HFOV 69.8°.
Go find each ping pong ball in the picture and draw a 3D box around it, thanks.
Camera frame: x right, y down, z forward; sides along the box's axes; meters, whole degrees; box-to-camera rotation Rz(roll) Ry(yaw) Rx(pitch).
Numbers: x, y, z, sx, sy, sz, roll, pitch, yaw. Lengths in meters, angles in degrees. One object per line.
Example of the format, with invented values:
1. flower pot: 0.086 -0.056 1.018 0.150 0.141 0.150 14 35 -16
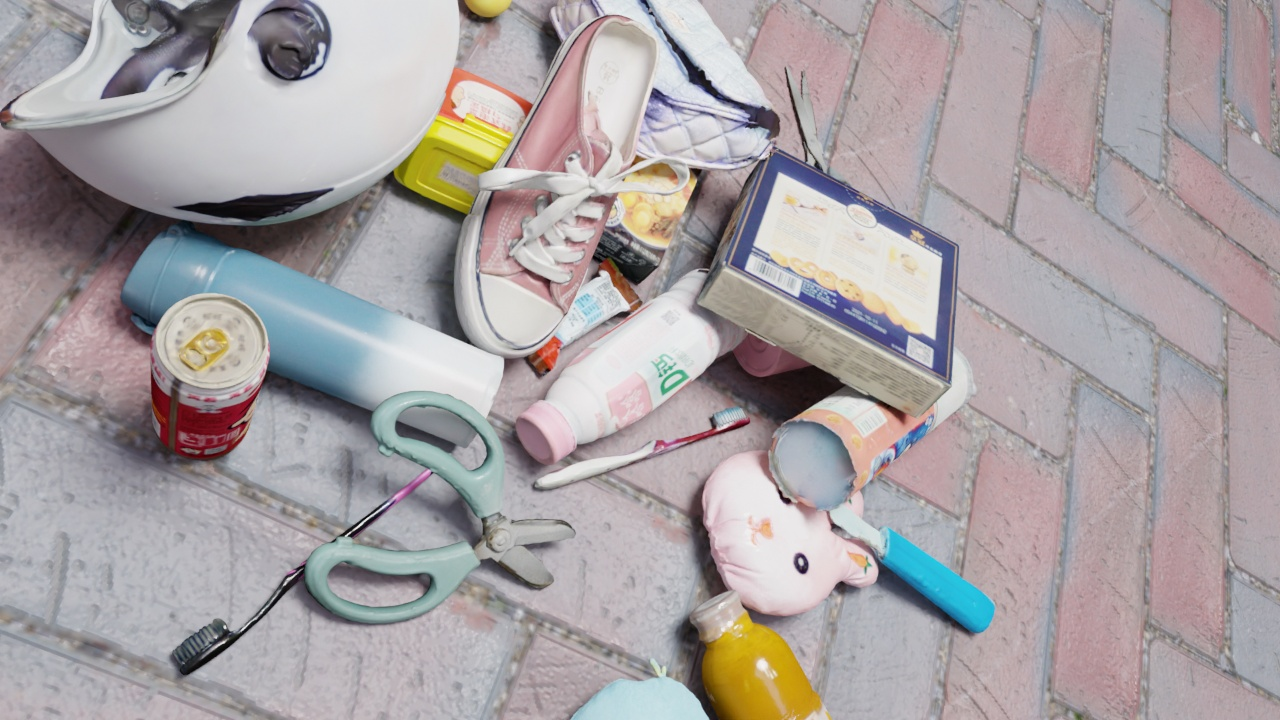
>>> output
1. ping pong ball: -0.121 -0.294 0.727 0.040 0.040 0.040 10 66 -24

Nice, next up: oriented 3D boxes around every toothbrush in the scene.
1. toothbrush: -0.190 0.114 0.546 0.018 0.014 0.188 43 56 8
2. toothbrush: 0.006 0.062 0.668 0.187 0.016 0.017 -14 70 -31

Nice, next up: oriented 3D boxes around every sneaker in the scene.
1. sneaker: -0.047 -0.110 0.590 0.118 0.088 0.241 23 93 -27

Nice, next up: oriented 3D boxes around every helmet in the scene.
1. helmet: -0.215 -0.168 0.547 0.258 0.229 0.146 -53 136 -22

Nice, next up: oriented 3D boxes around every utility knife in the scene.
1. utility knife: 0.211 0.158 0.711 0.204 0.018 0.034 37 60 -25

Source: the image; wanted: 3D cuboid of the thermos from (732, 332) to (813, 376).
1. thermos: 0.165 -0.043 0.768 0.198 0.067 0.087 -14 49 -31

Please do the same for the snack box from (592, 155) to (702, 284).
1. snack box: -0.021 -0.141 0.718 0.113 0.053 0.125 30 65 -15

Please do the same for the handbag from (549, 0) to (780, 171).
1. handbag: 0.018 -0.237 0.721 0.134 0.076 0.193 1 50 -37

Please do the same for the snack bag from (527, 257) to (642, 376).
1. snack bag: -0.046 -0.033 0.671 0.104 0.026 0.048 -39 94 -33

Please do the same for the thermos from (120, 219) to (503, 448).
1. thermos: -0.196 -0.013 0.564 0.220 0.070 0.070 23 61 -17

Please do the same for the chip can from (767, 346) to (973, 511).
1. chip can: 0.182 0.043 0.705 0.214 0.071 0.071 -23 82 -47

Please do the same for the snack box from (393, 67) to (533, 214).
1. snack box: -0.118 -0.156 0.653 0.091 0.082 0.080 22 52 -21

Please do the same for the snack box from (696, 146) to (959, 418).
1. snack box: 0.150 -0.066 0.695 0.178 0.046 0.182 27 43 -3

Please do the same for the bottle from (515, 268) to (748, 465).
1. bottle: -0.004 0.004 0.654 0.196 0.068 0.068 -36 89 -33

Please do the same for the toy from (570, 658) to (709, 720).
1. toy: -0.013 0.262 0.556 0.161 0.050 0.156 6 71 -11

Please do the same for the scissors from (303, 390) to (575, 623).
1. scissors: -0.125 0.111 0.558 0.175 0.019 0.175 -47 119 -15

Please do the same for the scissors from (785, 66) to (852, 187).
1. scissors: 0.167 -0.198 0.860 0.150 0.014 0.170 38 55 -8

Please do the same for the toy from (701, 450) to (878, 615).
1. toy: 0.116 0.125 0.681 0.159 0.054 0.121 4 66 -35

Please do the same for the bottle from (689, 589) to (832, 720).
1. bottle: 0.092 0.245 0.608 0.067 0.068 0.189 -24 83 -33

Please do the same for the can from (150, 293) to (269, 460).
1. can: -0.232 0.012 0.491 0.053 0.133 0.053 10 66 -24
